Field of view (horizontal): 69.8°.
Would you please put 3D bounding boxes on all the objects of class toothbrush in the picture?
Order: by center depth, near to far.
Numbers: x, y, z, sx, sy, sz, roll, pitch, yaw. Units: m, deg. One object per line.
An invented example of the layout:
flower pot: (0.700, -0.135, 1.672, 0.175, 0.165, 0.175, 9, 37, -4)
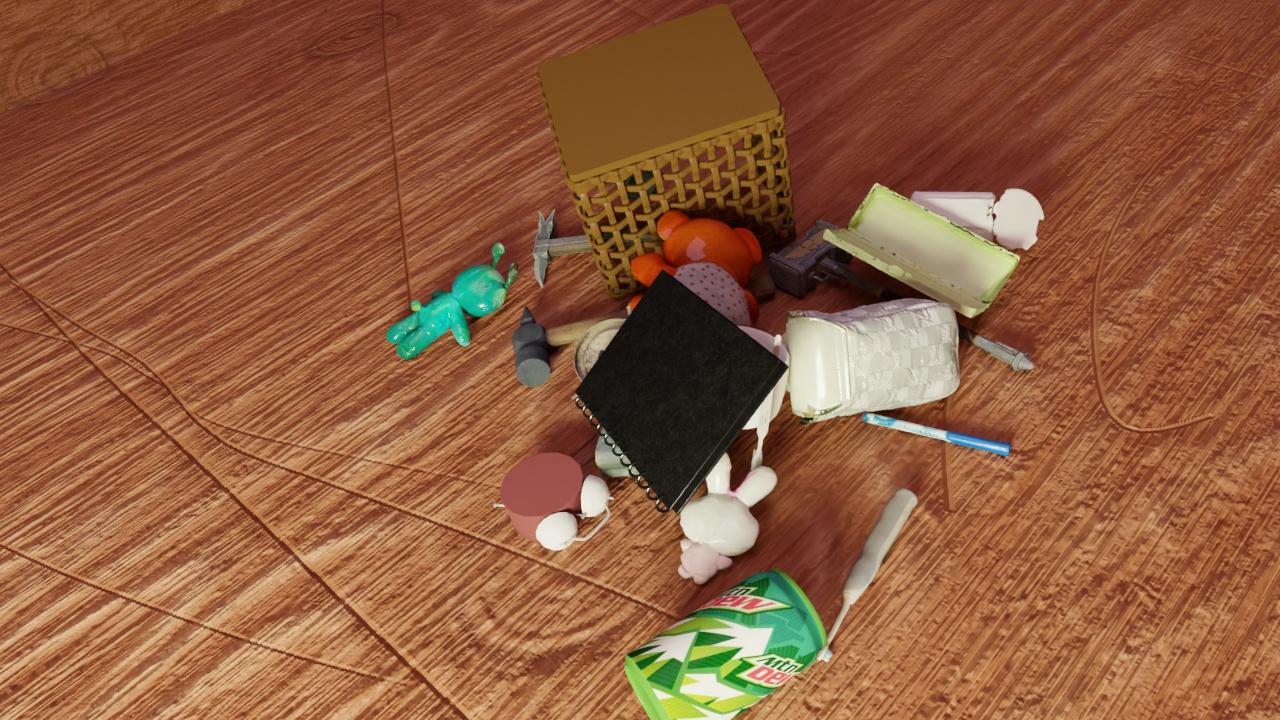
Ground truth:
toothbrush: (0.194, 0.181, 0.790, 0.185, 0.024, 0.022, -49, 12, -34)
toothbrush: (0.115, 0.044, 0.847, 0.010, 0.182, 0.010, 5, 41, 3)

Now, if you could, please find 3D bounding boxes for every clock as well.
clock: (-0.085, 0.139, 0.902, 0.125, 0.044, 0.087, 23, 53, 36)
clock: (-0.006, 0.005, 1.017, 0.141, 0.055, 0.092, -1, 63, 7)

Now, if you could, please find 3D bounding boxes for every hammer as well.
hammer: (0.293, -0.065, 1.030, 0.098, 0.044, 0.322, -36, 47, -23)
hammer: (0.004, -0.055, 1.105, 0.322, 0.040, 0.129, -13, 37, 0)
hammer: (0.010, -0.164, 1.232, 0.317, 0.028, 0.146, -6, 47, 10)

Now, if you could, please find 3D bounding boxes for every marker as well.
marker: (0.287, 0.070, 0.896, 0.142, 0.013, 0.013, 13, 48, 29)

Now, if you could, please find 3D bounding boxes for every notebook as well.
notebook: (0.025, 0.023, 0.873, 0.169, 0.019, 0.231, -54, 35, 7)

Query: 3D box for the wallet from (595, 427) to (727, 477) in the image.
wallet: (0.024, 0.079, 0.934, 0.132, 0.054, 0.100, -2, 31, 14)

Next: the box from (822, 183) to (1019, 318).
box: (0.309, -0.115, 1.024, 0.188, 0.061, 0.133, 33, 53, 22)

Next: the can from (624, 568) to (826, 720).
can: (0.067, 0.232, 0.722, 0.144, 0.083, 0.083, -28, 43, -16)

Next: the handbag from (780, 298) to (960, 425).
handbag: (0.228, -0.004, 0.926, 0.171, 0.112, 0.123, -7, 5, -9)

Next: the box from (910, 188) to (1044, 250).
box: (0.389, -0.160, 1.072, 0.160, 0.091, 0.081, 3, 74, 17)

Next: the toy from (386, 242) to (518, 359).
toy: (-0.238, -0.074, 1.174, 0.193, 0.072, 0.130, -36, 45, -10)

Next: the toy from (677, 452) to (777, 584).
toy: (0.074, 0.148, 0.846, 0.076, 0.037, 0.125, 17, 71, 18)

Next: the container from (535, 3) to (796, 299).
container: (0.034, -0.256, 1.137, 0.251, 0.214, 0.219, -18, 54, 1)

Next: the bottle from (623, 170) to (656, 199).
bottle: (-0.024, -0.301, 1.376, 0.055, 0.055, 0.174, -21, 40, -7)

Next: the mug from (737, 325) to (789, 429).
mug: (0.093, 0.011, 0.909, 0.094, 0.068, 0.115, -5, 35, -16)

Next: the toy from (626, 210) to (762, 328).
toy: (0.069, -0.086, 1.031, 0.163, 0.093, 0.172, 16, 57, -12)
